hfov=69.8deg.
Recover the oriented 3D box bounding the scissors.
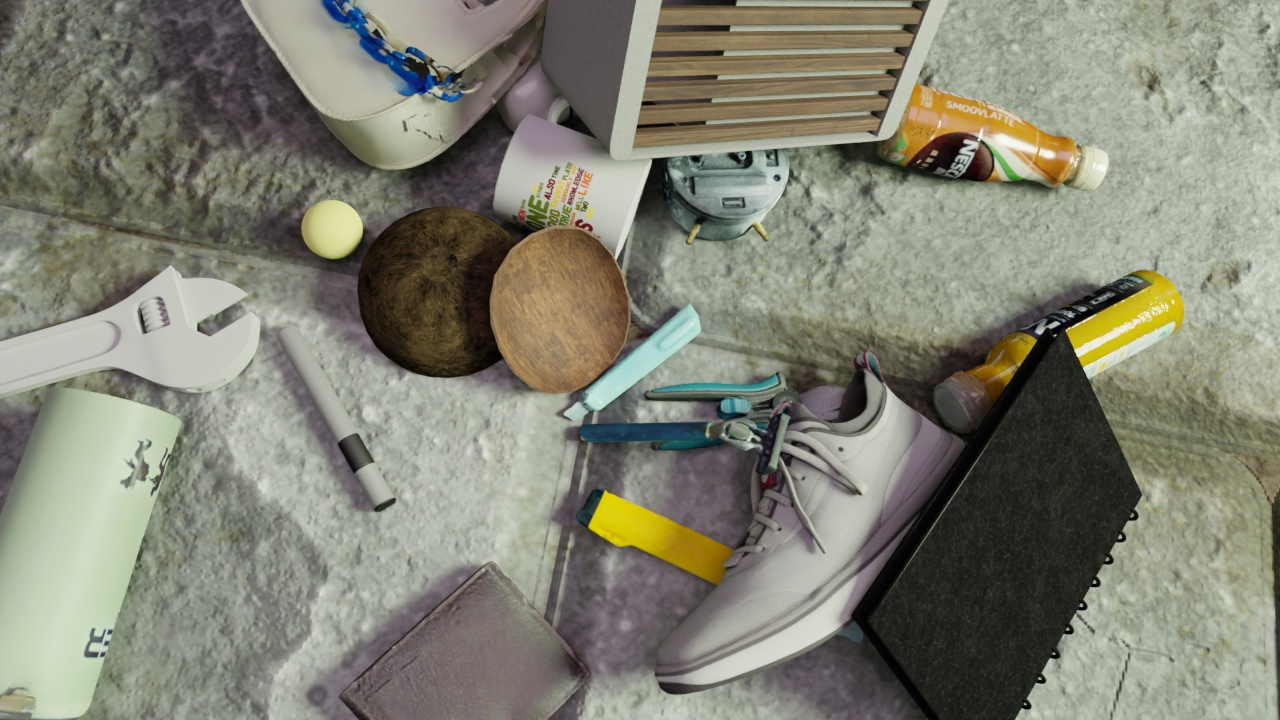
[{"bbox_3d":[0.072,0.031,0.635,0.148,0.019,0.132,39,74,7],"label":"scissors"}]

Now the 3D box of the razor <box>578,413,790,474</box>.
[{"bbox_3d":[0.022,0.047,0.587,0.144,0.022,0.042,0,51,28],"label":"razor"}]

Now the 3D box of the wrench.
[{"bbox_3d":[-0.388,0.009,0.595,0.273,0.018,0.086,-19,78,-10],"label":"wrench"}]

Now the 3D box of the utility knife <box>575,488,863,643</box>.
[{"bbox_3d":[0.055,0.137,0.602,0.207,0.018,0.030,25,77,1],"label":"utility knife"}]

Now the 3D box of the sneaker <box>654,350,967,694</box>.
[{"bbox_3d":[0.099,0.098,0.571,0.262,0.097,0.128,-33,78,-22],"label":"sneaker"}]

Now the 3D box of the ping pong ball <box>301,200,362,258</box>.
[{"bbox_3d":[-0.211,-0.090,0.629,0.040,0.040,0.040,2,73,-6],"label":"ping pong ball"}]

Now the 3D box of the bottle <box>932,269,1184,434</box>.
[{"bbox_3d":[0.294,-0.005,0.651,0.186,0.053,0.053,-25,78,-12],"label":"bottle"}]

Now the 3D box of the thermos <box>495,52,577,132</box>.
[{"bbox_3d":[-0.003,-0.231,0.686,0.224,0.052,0.052,-27,78,-13],"label":"thermos"}]

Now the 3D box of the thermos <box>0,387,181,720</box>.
[{"bbox_3d":[-0.339,0.135,0.528,0.082,0.082,0.231,11,72,-3],"label":"thermos"}]

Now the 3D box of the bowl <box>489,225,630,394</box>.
[{"bbox_3d":[-0.058,-0.035,0.616,0.101,0.026,0.114,-33,120,-23],"label":"bowl"}]

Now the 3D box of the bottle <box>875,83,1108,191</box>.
[{"bbox_3d":[0.265,-0.162,0.691,0.167,0.059,0.059,13,73,-2],"label":"bottle"}]

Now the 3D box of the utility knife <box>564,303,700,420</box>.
[{"bbox_3d":[-0.004,0.004,0.637,0.119,0.015,0.022,-39,96,-14],"label":"utility knife"}]

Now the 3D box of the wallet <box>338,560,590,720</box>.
[{"bbox_3d":[-0.105,0.199,0.563,0.119,0.031,0.099,-42,84,-18],"label":"wallet"}]

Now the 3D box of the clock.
[{"bbox_3d":[0.058,-0.147,0.668,0.090,0.052,0.129,-2,75,-7],"label":"clock"}]

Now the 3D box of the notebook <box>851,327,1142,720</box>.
[{"bbox_3d":[0.235,0.119,0.571,0.231,0.019,0.169,-48,118,-21],"label":"notebook"}]

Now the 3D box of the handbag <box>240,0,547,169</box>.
[{"bbox_3d":[-0.159,-0.249,0.630,0.199,0.093,0.200,-39,72,-4],"label":"handbag"}]

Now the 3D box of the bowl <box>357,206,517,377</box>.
[{"bbox_3d":[-0.133,-0.054,0.618,0.121,0.056,0.121,2,73,-6],"label":"bowl"}]

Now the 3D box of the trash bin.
[{"bbox_3d":[0.066,-0.220,0.608,0.228,0.115,0.114,-11,46,-26],"label":"trash bin"}]

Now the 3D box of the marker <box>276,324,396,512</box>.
[{"bbox_3d":[-0.202,0.036,0.606,0.016,0.016,0.140,-30,79,-14],"label":"marker"}]

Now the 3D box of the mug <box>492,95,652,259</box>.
[{"bbox_3d":[-0.042,-0.134,0.637,0.089,0.073,0.105,20,88,0],"label":"mug"}]
